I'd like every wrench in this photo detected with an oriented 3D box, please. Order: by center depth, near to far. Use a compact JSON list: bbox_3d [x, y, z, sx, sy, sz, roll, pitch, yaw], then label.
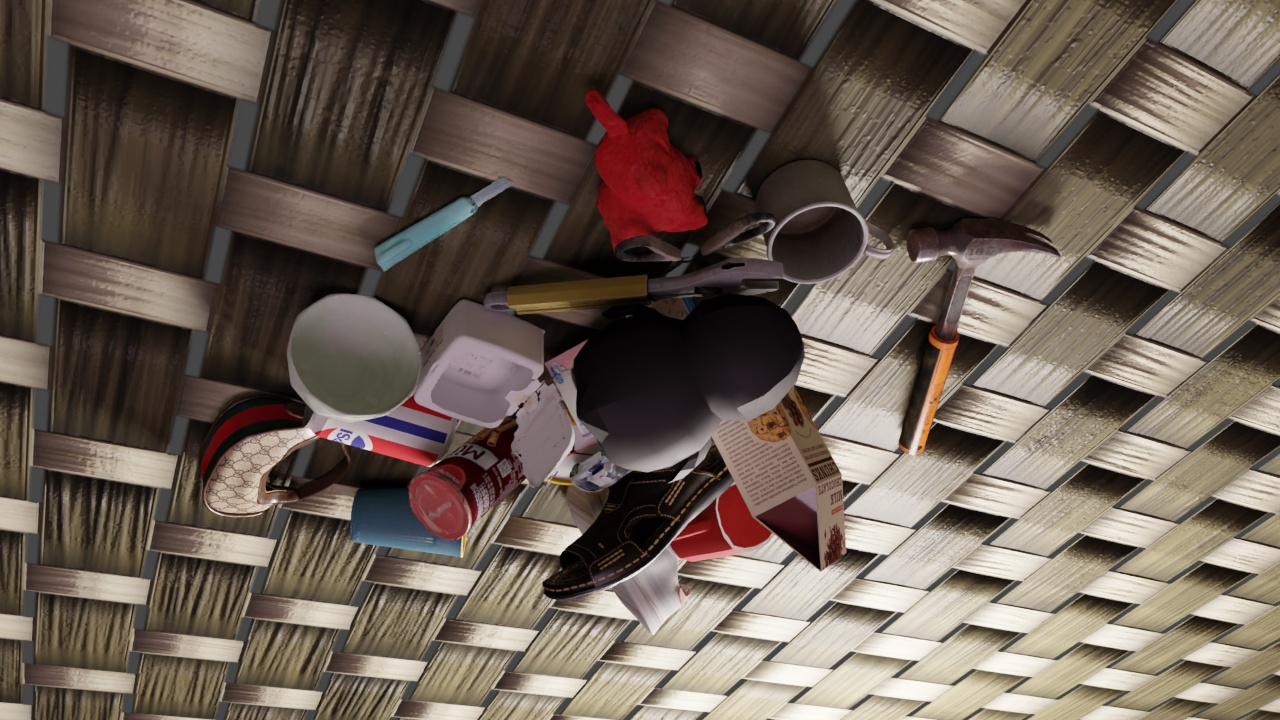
[{"bbox_3d":[-0.012,-0.061,0.793,0.274,0.018,0.083,-3,166,16],"label":"wrench"}]

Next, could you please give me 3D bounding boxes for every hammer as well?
[{"bbox_3d":[0.318,-0.012,0.935,0.138,0.035,0.315,-5,137,-3],"label":"hammer"}]

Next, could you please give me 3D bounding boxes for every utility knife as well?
[{"bbox_3d":[-0.167,-0.115,0.767,0.141,0.015,0.022,-27,114,18],"label":"utility knife"}]

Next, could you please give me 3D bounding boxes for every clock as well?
[{"bbox_3d":[-0.059,0.080,0.960,0.152,0.052,0.113,-24,134,21],"label":"clock"}]

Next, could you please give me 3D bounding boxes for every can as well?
[{"bbox_3d":[-0.250,0.054,0.889,0.132,0.070,0.070,20,129,-27],"label":"can"}]

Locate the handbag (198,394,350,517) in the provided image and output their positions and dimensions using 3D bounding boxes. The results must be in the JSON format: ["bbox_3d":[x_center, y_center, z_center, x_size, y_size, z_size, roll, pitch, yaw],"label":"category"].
[{"bbox_3d":[-0.366,0.097,0.935,0.138,0.063,0.167,10,132,-41],"label":"handbag"}]

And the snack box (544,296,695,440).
[{"bbox_3d":[-0.005,0.005,0.868,0.154,0.033,0.088,-28,89,19],"label":"snack box"}]

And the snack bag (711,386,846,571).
[{"bbox_3d":[0.136,0.099,0.884,0.070,0.206,0.094,-32,166,22],"label":"snack bag"}]

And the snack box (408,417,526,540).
[{"bbox_3d":[-0.159,0.112,0.894,0.072,0.121,0.072,14,121,25],"label":"snack box"}]

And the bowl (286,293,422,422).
[{"bbox_3d":[-0.260,0.005,0.817,0.117,0.117,0.061,20,148,-27],"label":"bowl"}]

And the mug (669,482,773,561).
[{"bbox_3d":[0.077,0.183,1.028,0.116,0.080,0.097,-10,170,-37],"label":"mug"}]

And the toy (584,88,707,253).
[{"bbox_3d":[-0.015,-0.146,0.717,0.094,0.088,0.133,-19,135,25],"label":"toy"}]

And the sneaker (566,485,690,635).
[{"bbox_3d":[-0.004,0.211,1.080,0.089,0.099,0.236,-34,120,-20],"label":"sneaker"}]

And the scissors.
[{"bbox_3d":[0.044,-0.092,0.761,0.158,0.012,0.170,-17,171,34],"label":"scissors"}]

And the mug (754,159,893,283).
[{"bbox_3d":[0.156,-0.116,0.776,0.113,0.070,0.084,6,134,-14],"label":"mug"}]

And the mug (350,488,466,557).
[{"bbox_3d":[-0.254,0.174,1.014,0.121,0.078,0.078,5,135,-7],"label":"mug"}]

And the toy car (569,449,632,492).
[{"bbox_3d":[-0.035,0.111,0.937,0.038,0.027,0.090,31,132,-28],"label":"toy car"}]

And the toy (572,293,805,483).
[{"bbox_3d":[0.043,0.011,0.760,0.184,0.159,0.140,-22,176,17],"label":"toy"}]

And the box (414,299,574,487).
[{"bbox_3d":[-0.127,0.043,0.854,0.151,0.131,0.107,23,130,-27],"label":"box"}]

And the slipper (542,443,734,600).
[{"bbox_3d":[0.002,0.152,0.961,0.267,0.113,0.076,-37,99,-21],"label":"slipper"}]
